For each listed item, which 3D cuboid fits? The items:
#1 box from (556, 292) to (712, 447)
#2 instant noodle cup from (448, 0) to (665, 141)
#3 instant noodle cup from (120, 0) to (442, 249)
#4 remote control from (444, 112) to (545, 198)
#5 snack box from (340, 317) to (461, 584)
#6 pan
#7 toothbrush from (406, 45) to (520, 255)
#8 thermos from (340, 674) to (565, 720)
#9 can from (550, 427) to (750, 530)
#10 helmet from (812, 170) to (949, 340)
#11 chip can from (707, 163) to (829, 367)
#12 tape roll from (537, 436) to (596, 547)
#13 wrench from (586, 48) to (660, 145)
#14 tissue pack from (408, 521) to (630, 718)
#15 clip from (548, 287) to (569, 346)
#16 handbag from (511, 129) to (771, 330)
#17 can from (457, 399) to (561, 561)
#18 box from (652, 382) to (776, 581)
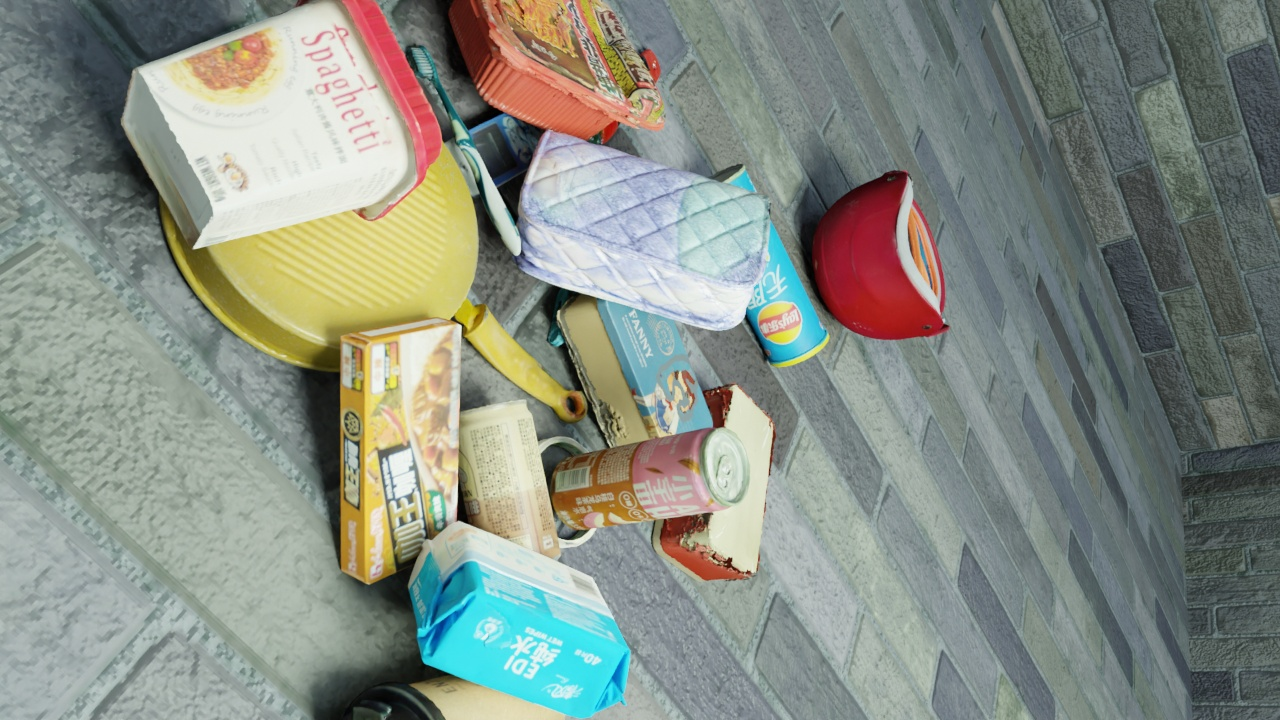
[{"bbox_3d":[-0.005,0.005,0.770,0.089,0.060,0.184,-48,123,-50],"label":"box"},{"bbox_3d":[-0.079,-0.252,0.734,0.188,0.079,0.164,14,46,-46],"label":"instant noodle cup"},{"bbox_3d":[-0.191,-0.122,0.485,0.124,0.117,0.116,-32,99,-34],"label":"instant noodle cup"},{"bbox_3d":[-0.107,-0.175,0.744,0.049,0.024,0.124,62,38,-15],"label":"remote control"},{"bbox_3d":[-0.146,0.053,0.563,0.075,0.026,0.154,-18,118,-54],"label":"snack box"},{"bbox_3d":[-0.148,-0.050,0.633,0.357,0.078,0.197,34,54,-32],"label":"pan"},{"bbox_3d":[-0.131,-0.157,0.675,0.018,0.016,0.191,-13,70,-43],"label":"toothbrush"},{"bbox_3d":[-0.110,0.227,0.552,0.143,0.093,0.093,1,77,-59],"label":"thermos"},{"bbox_3d":[0.004,0.087,0.665,0.058,0.148,0.057,21,62,-47],"label":"can"},{"bbox_3d":[0.294,-0.120,1.142,0.239,0.144,0.207,-12,87,-67],"label":"helmet"},{"bbox_3d":[0.125,-0.098,0.972,0.210,0.071,0.071,61,39,-17],"label":"chip can"},{"bbox_3d":[-0.062,0.102,0.713,0.085,0.014,0.085,21,62,-46],"label":"tape roll"},{"bbox_3d":[-0.023,-0.232,0.862,0.056,0.016,0.272,58,34,-29],"label":"wrench"},{"bbox_3d":[-0.075,0.162,0.564,0.140,0.090,0.063,29,97,-26],"label":"tissue pack"},{"bbox_3d":[-0.063,-0.033,0.760,0.033,0.013,0.053,49,42,-29],"label":"clip"},{"bbox_3d":[0.000,-0.102,0.711,0.194,0.076,0.133,17,49,-6],"label":"handbag"},{"bbox_3d":[-0.095,0.089,0.639,0.058,0.059,0.116,-7,83,-52],"label":"can"},{"bbox_3d":[0.076,0.108,0.834,0.091,0.076,0.168,41,48,-37],"label":"box"}]
